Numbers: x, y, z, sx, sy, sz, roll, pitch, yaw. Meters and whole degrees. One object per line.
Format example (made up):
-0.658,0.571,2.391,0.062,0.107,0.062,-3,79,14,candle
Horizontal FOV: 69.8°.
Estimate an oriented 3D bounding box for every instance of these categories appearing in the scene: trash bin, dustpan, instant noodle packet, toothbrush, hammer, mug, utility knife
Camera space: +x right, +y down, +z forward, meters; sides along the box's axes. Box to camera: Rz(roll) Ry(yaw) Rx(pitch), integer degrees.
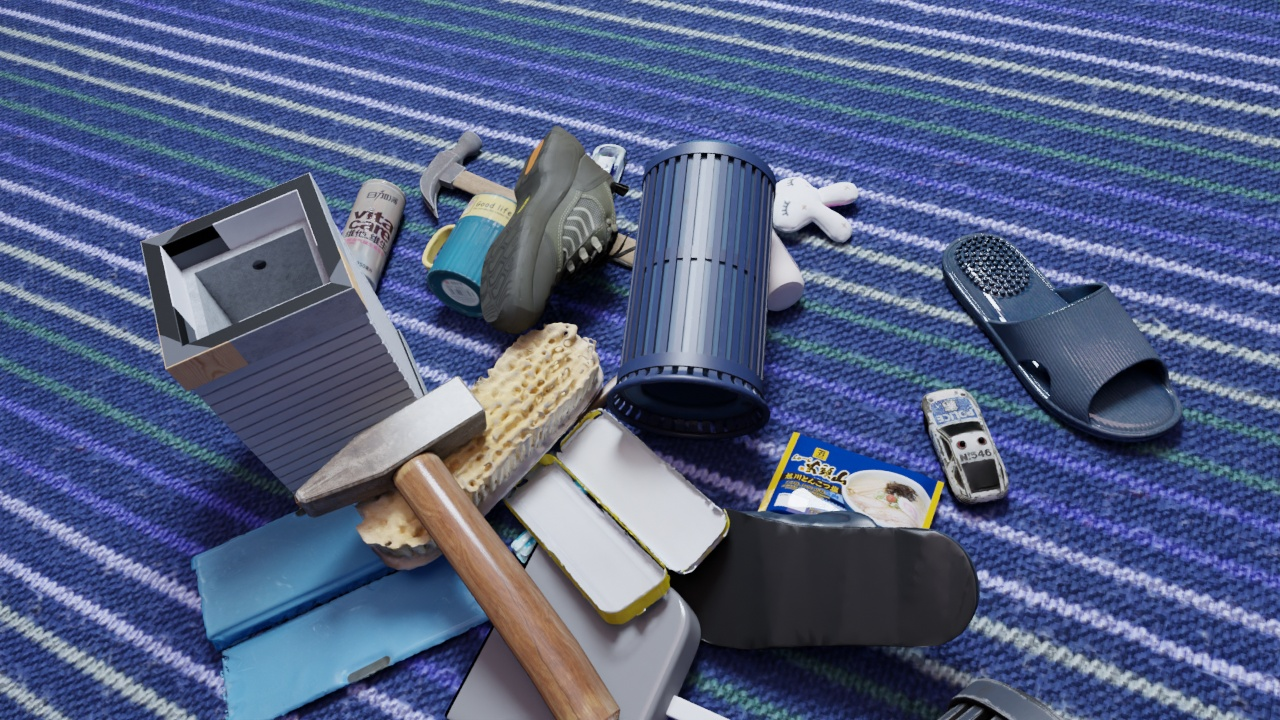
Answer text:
-0.288,-0.004,0.801,0.142,0.247,0.142,-25,56,-9,trash bin
-0.009,0.247,0.698,0.258,0.033,0.162,12,63,33,dustpan
0.179,0.117,0.779,0.134,0.026,0.086,18,57,20,instant noodle packet
0.054,-0.068,0.832,0.139,0.139,0.249,2,66,10,trash bin
-0.005,0.005,0.892,0.016,0.016,0.166,36,67,28,toothbrush
0.177,0.318,0.562,0.227,0.164,0.164,-30,56,-16,trash bin
-0.122,0.164,0.699,0.157,0.037,0.301,-33,68,-22,hammer
-0.177,-0.109,0.963,0.114,0.083,0.107,8,59,27,mug
-0.108,-0.162,1.023,0.331,0.031,0.119,27,61,21,hammer
-0.069,0.132,0.815,0.022,0.015,0.116,30,63,36,utility knife

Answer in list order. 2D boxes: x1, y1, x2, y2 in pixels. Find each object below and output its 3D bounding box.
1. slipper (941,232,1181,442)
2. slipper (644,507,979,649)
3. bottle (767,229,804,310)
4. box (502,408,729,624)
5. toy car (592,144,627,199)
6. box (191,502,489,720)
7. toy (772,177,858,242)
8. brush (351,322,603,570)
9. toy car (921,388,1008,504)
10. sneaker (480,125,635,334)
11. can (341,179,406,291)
0.370,-0.039,0.824,0.101,0.083,0.263,-28,55,-8,slipper
0.131,0.171,0.724,0.266,0.083,0.109,-4,80,29,slipper
0.116,-0.115,0.934,0.051,0.051,0.146,-21,55,-6,bottle
-0.029,0.122,0.769,0.129,0.034,0.210,-40,39,-13,box
-0.043,-0.213,1.042,0.039,0.027,0.089,9,57,12,toy car
-0.259,0.196,0.793,0.231,0.033,0.174,-24,57,-9,box
0.164,-0.164,0.969,0.125,0.037,0.075,9,61,14,toy
-0.136,0.070,0.810,0.083,0.057,0.270,33,62,21,brush
0.277,0.070,0.787,0.048,0.041,0.112,-11,54,0,toy car
-0.069,-0.107,0.912,0.143,0.101,0.237,29,56,-23,sneaker
-0.301,-0.133,1.012,0.054,0.054,0.135,2,56,10,can
